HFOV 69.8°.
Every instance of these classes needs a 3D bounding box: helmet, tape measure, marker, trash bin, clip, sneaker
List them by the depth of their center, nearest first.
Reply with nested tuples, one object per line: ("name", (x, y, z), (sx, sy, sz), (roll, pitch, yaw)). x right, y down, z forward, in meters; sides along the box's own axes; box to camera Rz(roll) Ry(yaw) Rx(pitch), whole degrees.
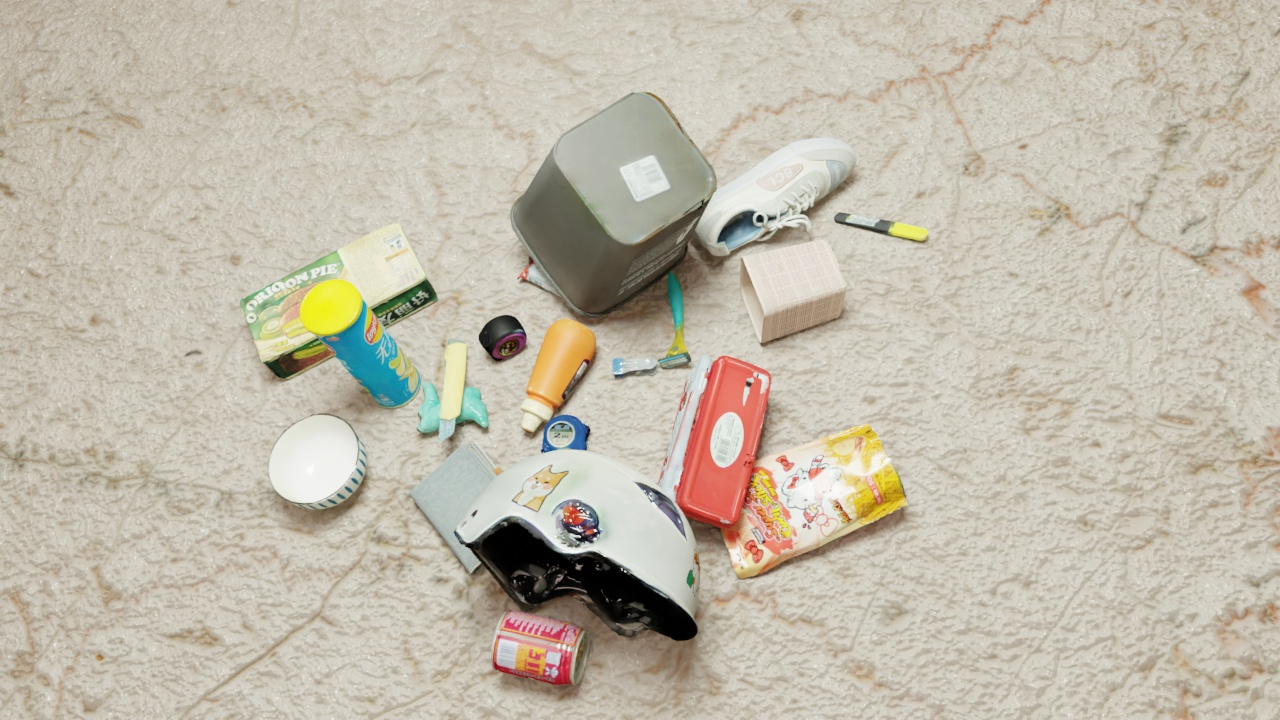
("helmet", (-0.050, 0.182, 0.977), (0.274, 0.230, 0.156), (6, 57, 25))
("trash bin", (-0.028, -0.191, 1.119), (0.198, 0.220, 0.198), (-36, 89, -18))
("tape measure", (-0.091, 0.095, 1.130), (0.058, 0.025, 0.054), (2, 62, 5))
("clip", (-0.007, 0.008, 1.166), (0.058, 0.037, 0.026), (-6, 61, 8))
("tape measure", (-0.179, -0.032, 1.188), (0.058, 0.057, 0.039), (-33, 62, 1))
("sneaker", (0.184, -0.210, 1.204), (0.242, 0.089, 0.090), (-27, 48, -1))
("marker", (0.317, -0.178, 1.215), (0.124, 0.015, 0.018), (15, 66, 18))

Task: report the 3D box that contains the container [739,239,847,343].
("container", (0.190, -0.089, 1.147), (0.111, 0.090, 0.090), (-16, 62, -3))

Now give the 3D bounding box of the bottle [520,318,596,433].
("bottle", (-0.110, 0.022, 1.152), (0.067, 0.067, 0.149), (21, 76, 17))

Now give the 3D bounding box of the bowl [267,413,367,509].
("bowl", (-0.389, 0.131, 1.131), (0.116, 0.066, 0.116), (-4, 64, 7))

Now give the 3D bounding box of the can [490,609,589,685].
("can", (-0.108, 0.313, 0.999), (0.094, 0.066, 0.066), (8, 65, 12))

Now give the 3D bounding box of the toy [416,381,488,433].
("toy", (-0.244, 0.059, 1.168), (0.092, 0.030, 0.096), (-20, 57, -5))

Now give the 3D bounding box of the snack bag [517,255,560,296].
("snack bag", (-0.117, -0.108, 1.234), (0.105, 0.026, 0.045), (28, 62, 19))

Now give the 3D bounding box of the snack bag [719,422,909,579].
("snack bag", (0.187, 0.154, 1.046), (0.208, 0.073, 0.128), (-22, 63, 5))

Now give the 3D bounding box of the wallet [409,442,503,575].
("wallet", (-0.199, 0.173, 1.099), (0.106, 0.037, 0.129), (-42, 69, -4))

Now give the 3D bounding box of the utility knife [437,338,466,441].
("utility knife", (-0.239, 0.031, 1.159), (0.031, 0.019, 0.182), (-9, 38, 3))

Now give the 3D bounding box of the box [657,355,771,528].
("box", (0.082, 0.100, 1.076), (0.094, 0.100, 0.200), (20, 65, -6))

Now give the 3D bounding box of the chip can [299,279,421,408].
("chip can", (-0.334, -0.014, 1.114), (0.071, 0.210, 0.071), (-3, 63, 6))

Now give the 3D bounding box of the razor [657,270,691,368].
("razor", (0.045, -0.055, 1.183), (0.043, 0.028, 0.132), (-17, 62, 30))

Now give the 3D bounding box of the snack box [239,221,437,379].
("snack box", (-0.407, -0.082, 1.243), (0.240, 0.063, 0.114), (-30, 63, -7))
